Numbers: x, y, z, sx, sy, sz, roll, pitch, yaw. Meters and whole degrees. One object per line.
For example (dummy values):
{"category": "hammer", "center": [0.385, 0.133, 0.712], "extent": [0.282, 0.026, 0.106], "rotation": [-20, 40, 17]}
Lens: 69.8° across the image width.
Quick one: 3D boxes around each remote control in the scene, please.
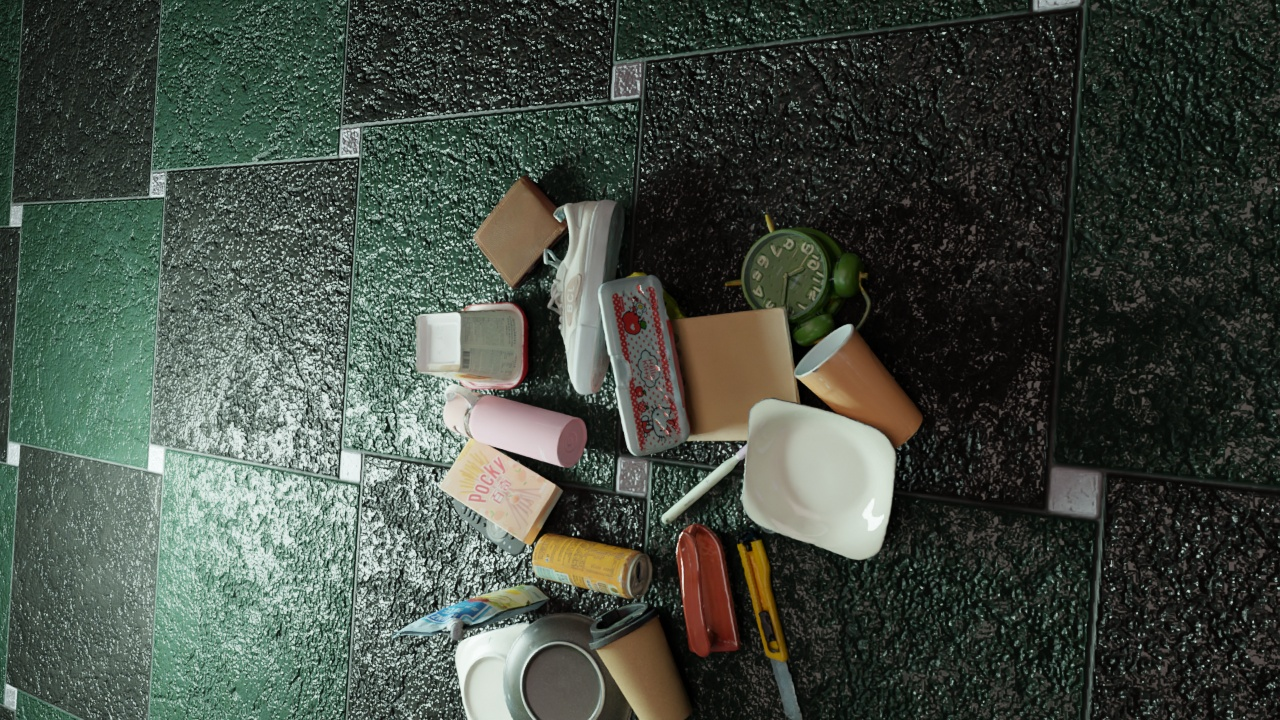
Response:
{"category": "remote control", "center": [-0.198, 0.213, 1.240], "extent": [0.136, 0.024, 0.053], "rotation": [30, 98, 29]}

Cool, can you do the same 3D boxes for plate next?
{"category": "plate", "center": [0.190, 0.120, 0.971], "extent": [0.164, 0.034, 0.164], "rotation": [16, 118, 28]}
{"category": "plate", "center": [-0.184, 0.442, 1.220], "extent": [0.165, 0.034, 0.163], "rotation": [-24, 77, 28]}
{"category": "plate", "center": [-0.094, 0.409, 1.151], "extent": [0.180, 0.024, 0.179], "rotation": [-2, 85, 18]}

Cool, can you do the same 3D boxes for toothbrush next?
{"category": "toothbrush", "center": [0.091, 0.136, 1.075], "extent": [0.190, 0.029, 0.020], "rotation": [-43, 26, 24]}

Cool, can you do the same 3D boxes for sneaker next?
{"category": "sneaker", "center": [-0.080, -0.081, 1.138], "extent": [0.091, 0.089, 0.242], "rotation": [5, 87, 15]}

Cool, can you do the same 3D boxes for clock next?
{"category": "clock", "center": [0.180, -0.082, 1.007], "extent": [0.161, 0.056, 0.116], "rotation": [37, 108, 26]}

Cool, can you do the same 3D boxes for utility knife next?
{"category": "utility knife", "center": [0.148, 0.299, 1.038], "extent": [0.033, 0.015, 0.223], "rotation": [-20, 79, 31]}

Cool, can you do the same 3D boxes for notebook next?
{"category": "notebook", "center": [0.087, 0.021, 1.051], "extent": [0.208, 0.008, 0.148], "rotation": [-5, 97, 41]}

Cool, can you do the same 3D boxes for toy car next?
{"category": "toy car", "center": [0.015, -0.064, 1.118], "extent": [0.105, 0.032, 0.048], "rotation": [46, 110, 22]}

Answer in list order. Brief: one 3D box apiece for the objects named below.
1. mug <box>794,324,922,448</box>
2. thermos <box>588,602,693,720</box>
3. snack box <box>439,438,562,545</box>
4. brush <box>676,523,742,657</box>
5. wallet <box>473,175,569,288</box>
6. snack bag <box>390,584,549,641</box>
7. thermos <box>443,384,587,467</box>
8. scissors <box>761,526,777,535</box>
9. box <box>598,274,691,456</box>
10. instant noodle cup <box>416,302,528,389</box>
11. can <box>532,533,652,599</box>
{"category": "mug", "center": [0.229, 0.032, 0.946], "extent": [0.123, 0.078, 0.078], "rotation": [46, 113, -7]}
{"category": "thermos", "center": [0.003, 0.361, 1.086], "extent": [0.093, 0.092, 0.143], "rotation": [-31, 82, 26]}
{"category": "snack box", "center": [-0.186, 0.171, 1.218], "extent": [0.157, 0.026, 0.084], "rotation": [25, 79, 28]}
{"category": "brush", "center": [0.073, 0.261, 1.053], "extent": [0.063, 0.069, 0.145], "rotation": [-12, 83, 29]}
{"category": "wallet", "center": [-0.158, -0.170, 1.226], "extent": [0.125, 0.032, 0.101], "rotation": [-46, 70, 22]}
{"category": "snack bag", "center": [-0.208, 0.318, 1.147], "extent": [0.110, 0.190, 0.039], "rotation": [-3, 88, 31]}
{"category": "thermos", "center": [-0.171, 0.079, 1.196], "extent": [0.199, 0.087, 0.067], "rotation": [14, 52, 30]}
{"category": "scissors", "center": [0.195, 0.132, 1.016], "extent": [0.159, 0.014, 0.181], "rotation": [48, 111, 22]}
{"category": "box", "center": [-0.007, 0.006, 1.055], "extent": [0.096, 0.100, 0.201], "rotation": [-9, 94, 40]}
{"category": "instant noodle cup", "center": [-0.223, -0.021, 1.204], "extent": [0.116, 0.124, 0.116], "rotation": [-1, 87, 30]}
{"category": "can", "center": [-0.061, 0.254, 1.139], "extent": [0.146, 0.058, 0.058], "rotation": [5, 91, 30]}
